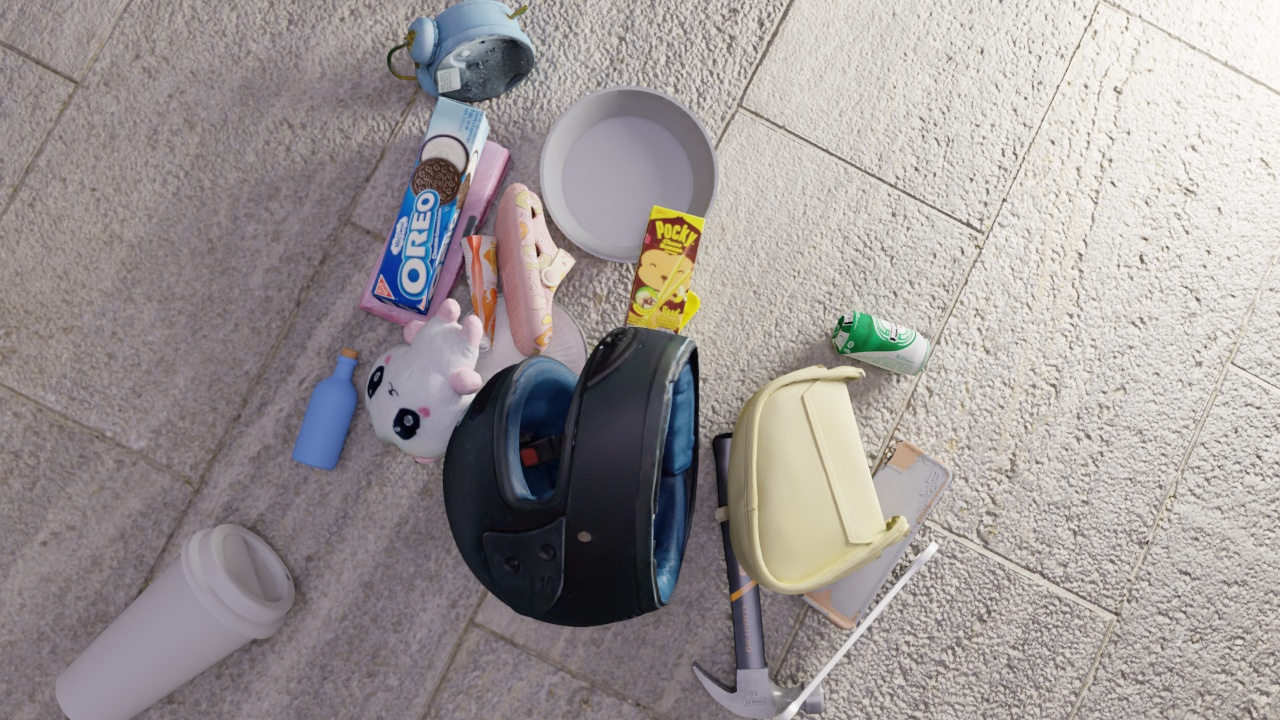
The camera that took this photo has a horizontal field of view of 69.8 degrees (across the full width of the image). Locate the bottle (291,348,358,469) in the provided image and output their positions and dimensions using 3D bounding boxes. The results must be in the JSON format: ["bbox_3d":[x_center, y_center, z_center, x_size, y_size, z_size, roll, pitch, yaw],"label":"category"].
[{"bbox_3d":[-0.336,0.050,1.000,0.048,0.048,0.131,17,85,-3],"label":"bottle"}]

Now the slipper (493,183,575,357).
[{"bbox_3d":[-0.108,-0.101,0.999,0.081,0.093,0.197,-3,72,-21],"label":"slipper"}]

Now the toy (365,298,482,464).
[{"bbox_3d":[-0.218,0.020,0.963,0.139,0.101,0.180,44,120,27],"label":"toy"}]

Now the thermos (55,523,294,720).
[{"bbox_3d":[-0.480,0.280,0.943,0.222,0.131,0.131,-39,89,2],"label":"thermos"}]

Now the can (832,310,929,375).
[{"bbox_3d":[0.272,-0.019,1.045,0.101,0.053,0.053,19,85,-2],"label":"can"}]

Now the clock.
[{"bbox_3d":[-0.194,-0.334,1.004,0.162,0.118,0.060,-16,76,-11],"label":"clock"}]

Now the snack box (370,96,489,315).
[{"bbox_3d":[-0.223,-0.165,0.984,0.059,0.059,0.226,18,84,-3],"label":"snack box"}]

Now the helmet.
[{"bbox_3d":[-0.074,0.108,0.898,0.236,0.248,0.317,9,124,13],"label":"helmet"}]

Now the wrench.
[{"bbox_3d":[0.237,0.294,0.995,0.009,0.047,0.272,42,68,17],"label":"wrench"}]

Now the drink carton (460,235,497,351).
[{"bbox_3d":[-0.169,-0.070,0.992,0.039,0.069,0.122,-6,89,2],"label":"drink carton"}]

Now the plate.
[{"bbox_3d":[-0.136,0.000,1.034,0.157,0.014,0.157,0,86,-4],"label":"plate"}]

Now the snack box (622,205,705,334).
[{"bbox_3d":[0.024,-0.089,1.000,0.061,0.026,0.149,14,84,-5],"label":"snack box"}]

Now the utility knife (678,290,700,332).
[{"bbox_3d":[-0.006,0.006,1.040,0.029,0.020,0.213,40,83,2],"label":"utility knife"}]

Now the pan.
[{"bbox_3d":[-0.001,-0.131,1.034,0.200,0.051,0.356,-8,88,-5],"label":"pan"}]

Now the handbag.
[{"bbox_3d":[0.175,0.124,0.982,0.190,0.089,0.232,-10,77,-10],"label":"handbag"}]

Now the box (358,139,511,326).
[{"bbox_3d":[-0.230,-0.147,1.030,0.098,0.037,0.232,21,85,2],"label":"box"}]

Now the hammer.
[{"bbox_3d":[0.121,0.236,1.023,0.139,0.035,0.312,-5,85,5],"label":"hammer"}]

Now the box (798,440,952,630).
[{"bbox_3d":[0.259,0.192,1.018,0.081,0.063,0.216,34,85,15],"label":"box"}]
